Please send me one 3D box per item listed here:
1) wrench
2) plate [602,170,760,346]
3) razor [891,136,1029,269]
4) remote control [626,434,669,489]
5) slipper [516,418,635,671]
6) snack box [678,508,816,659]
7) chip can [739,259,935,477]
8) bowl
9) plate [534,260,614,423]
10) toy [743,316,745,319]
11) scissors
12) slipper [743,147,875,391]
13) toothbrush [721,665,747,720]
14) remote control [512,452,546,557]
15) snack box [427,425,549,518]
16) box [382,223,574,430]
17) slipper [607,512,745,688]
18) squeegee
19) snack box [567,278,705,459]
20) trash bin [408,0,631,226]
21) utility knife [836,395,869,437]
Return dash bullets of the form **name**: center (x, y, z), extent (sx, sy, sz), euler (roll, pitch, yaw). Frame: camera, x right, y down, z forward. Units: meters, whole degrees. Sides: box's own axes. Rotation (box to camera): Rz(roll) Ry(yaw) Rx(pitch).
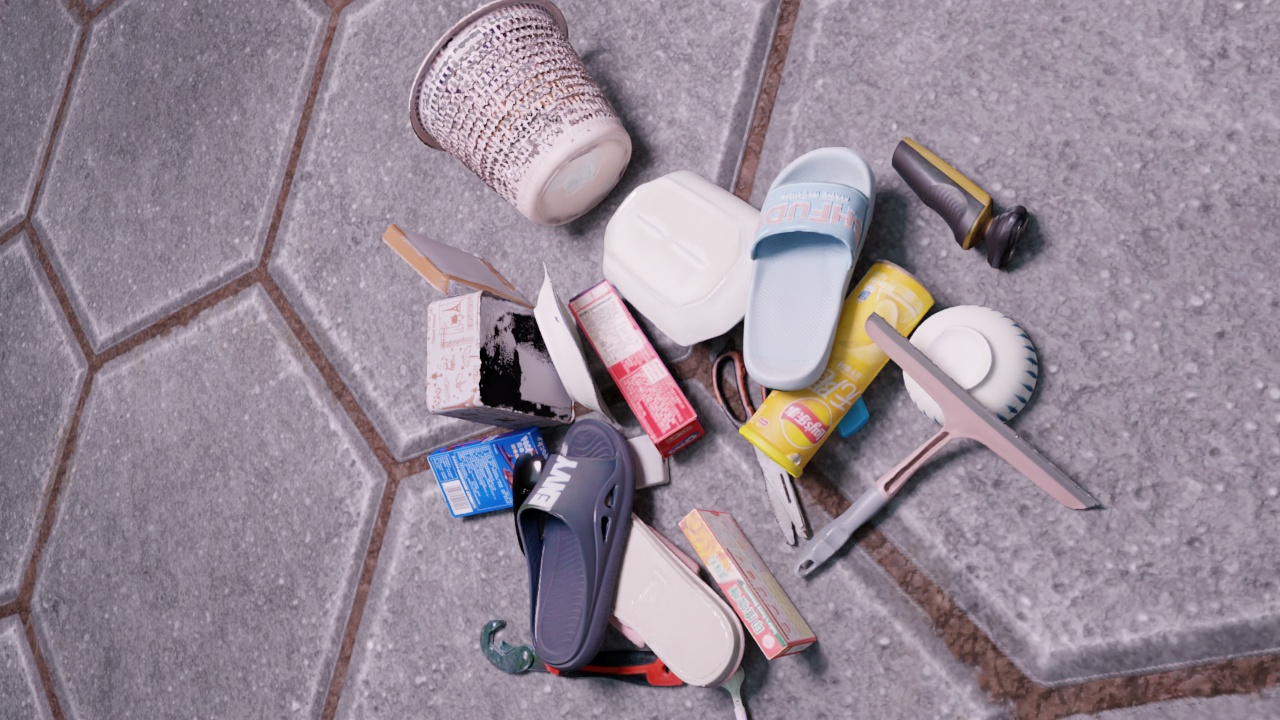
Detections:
- **wrench**: center (-0.071, 0.327, 1.010), extent (0.274, 0.016, 0.056), euler (-2, 79, 32)
- **plate**: center (0.040, -0.122, 0.982), extent (0.162, 0.034, 0.265), euler (-51, 42, 6)
- **razor**: center (0.301, -0.158, 0.874), extent (0.067, 0.062, 0.167), euler (-28, 56, -10)
- **remote control**: center (-0.031, 0.122, 1.028), extent (0.135, 0.019, 0.056), euler (-17, 71, 27)
- **slipper**: center (-0.075, 0.182, 0.957), extent (0.111, 0.083, 0.267), euler (-9, 64, 37)
- **snack box**: center (0.104, 0.214, 0.891), extent (0.027, 0.077, 0.155), euler (-44, 60, 16)
- **chip can**: center (0.185, 0.007, 0.870), extent (0.072, 0.072, 0.213), euler (37, 88, 32)
- **bowl**: center (0.292, 0.003, 0.829), extent (0.117, 0.066, 0.116), euler (-7, 76, 30)
- **plate**: center (-0.080, -0.012, 1.004), extent (0.034, 0.164, 0.163), euler (-23, 65, -1)
- **toy**: center (0.128, -0.076, 0.938), extent (0.158, 0.066, 0.105), euler (-18, 75, 42)
- **scissors**: center (0.139, 0.074, 0.937), extent (0.205, 0.015, 0.197), euler (34, 97, 32)
- **slipper**: center (0.147, -0.092, 0.840), extent (0.104, 0.074, 0.245), euler (9, 73, 19)
- **toothbrush**: center (0.110, 0.392, 0.883), extent (0.029, 0.020, 0.189), euler (-13, 71, -6)
- **remote control**: center (-0.122, 0.172, 1.041), extent (0.053, 0.024, 0.136), euler (2, 104, 26)
- **snack box**: center (-0.173, 0.133, 1.086), extent (0.157, 0.026, 0.084), euler (-15, 102, 28)
- **box**: center (-0.179, -0.045, 1.061), extent (0.125, 0.178, 0.273), euler (-34, 65, 21)
- **slipper**: center (0.008, 0.237, 0.956), extent (0.274, 0.054, 0.114), euler (30, 91, 42)
- **squeegee**: center (0.228, 0.119, 0.850), extent (0.247, 0.040, 0.250), euler (42, 115, 4)
- **snack box**: center (-0.006, 0.006, 1.006), extent (0.058, 0.057, 0.207), euler (-32, 62, -1)
- **trash bin**: center (-0.123, -0.273, 1.073), extent (0.228, 0.227, 0.192), euler (-45, 73, 15)
- **utility knife**: center (0.181, -0.025, 0.933), extent (0.034, 0.018, 0.216), euler (-28, 65, 24)
